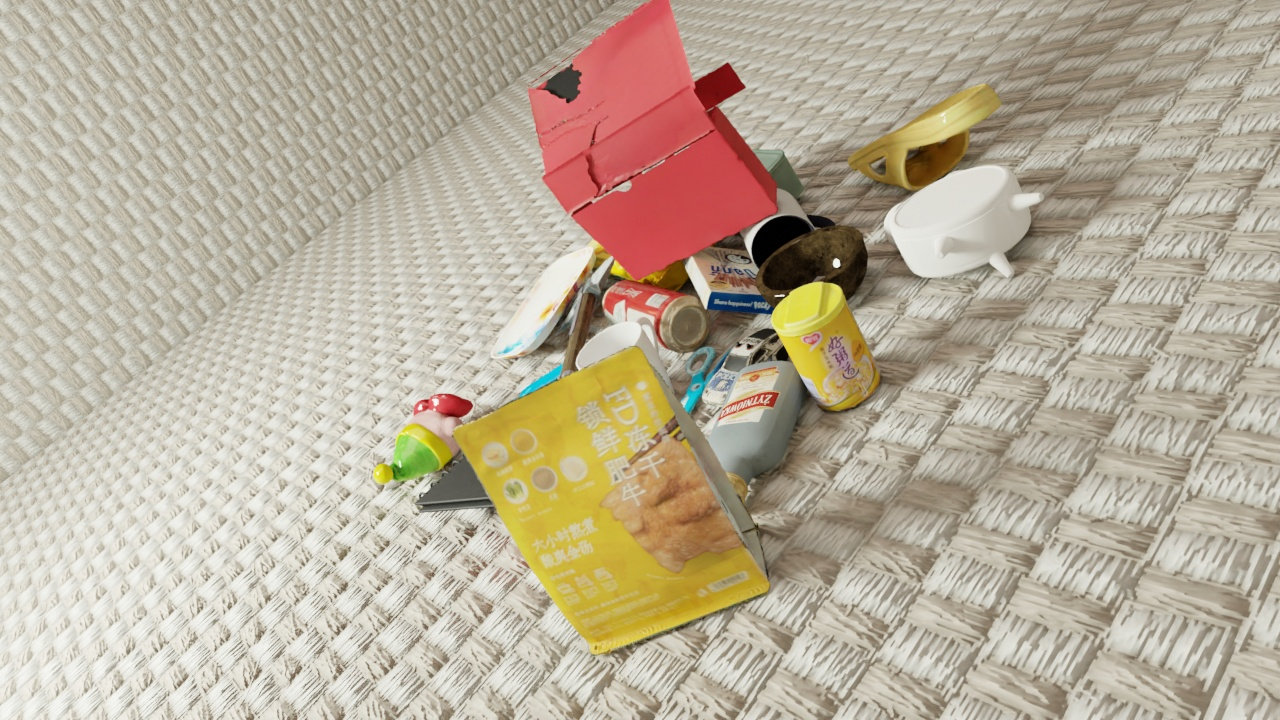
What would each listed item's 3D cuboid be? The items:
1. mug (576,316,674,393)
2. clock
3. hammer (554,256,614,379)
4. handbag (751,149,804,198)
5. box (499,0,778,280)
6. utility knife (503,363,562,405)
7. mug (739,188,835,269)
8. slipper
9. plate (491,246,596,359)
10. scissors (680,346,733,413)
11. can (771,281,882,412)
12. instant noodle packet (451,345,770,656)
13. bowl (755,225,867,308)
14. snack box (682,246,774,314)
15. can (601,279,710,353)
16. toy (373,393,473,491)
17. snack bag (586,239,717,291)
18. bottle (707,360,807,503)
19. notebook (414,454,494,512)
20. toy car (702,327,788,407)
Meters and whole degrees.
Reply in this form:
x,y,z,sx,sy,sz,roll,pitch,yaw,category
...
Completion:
x,y,z,sx,sy,sz,roll,pitch,yaw,category
-0.006,0.006,1.002,0.081,0.088,0.114,-9,36,39,mug
0.320,-0.133,0.916,0.125,0.073,0.160,-31,20,5,clock
-0.076,-0.008,1.070,0.147,0.028,0.316,-55,15,30,hammer
0.148,-0.227,1.241,0.106,0.067,0.122,-45,27,-12,handbag
-0.008,-0.251,1.031,0.212,0.315,0.123,-24,16,31,box
-0.114,0.021,1.173,0.209,0.015,0.031,-31,23,-4,utility knife
0.178,-0.154,1.094,0.112,0.079,0.096,-3,29,-3,mug
0.333,-0.247,1.061,0.099,0.078,0.263,-34,6,-7,slipper
-0.134,-0.076,1.290,0.186,0.016,0.187,-58,21,-17,plate
0.071,0.027,0.971,0.090,0.014,0.140,-10,32,34,scissors
0.168,-0.012,0.826,0.068,0.105,0.067,-25,28,14,can
-0.020,0.105,0.710,0.163,0.222,0.084,-24,25,15,instant noodle packet
0.189,-0.085,0.977,0.121,0.056,0.121,-26,28,14,bowl
0.103,-0.097,1.077,0.082,0.026,0.150,5,26,-11,snack box
0.015,-0.056,1.104,0.067,0.067,0.170,-41,28,-15,can
-0.279,0.105,1.140,0.124,0.096,0.131,-12,56,42,toy
0.021,-0.166,1.258,0.159,0.068,0.247,-49,29,-8,snack bag
0.099,0.069,0.832,0.072,0.046,0.160,-11,34,36,bottle
-0.128,0.091,1.027,0.170,0.019,0.230,-11,24,37,notebook
0.106,0.004,0.937,0.112,0.040,0.048,-45,28,-21,toy car
